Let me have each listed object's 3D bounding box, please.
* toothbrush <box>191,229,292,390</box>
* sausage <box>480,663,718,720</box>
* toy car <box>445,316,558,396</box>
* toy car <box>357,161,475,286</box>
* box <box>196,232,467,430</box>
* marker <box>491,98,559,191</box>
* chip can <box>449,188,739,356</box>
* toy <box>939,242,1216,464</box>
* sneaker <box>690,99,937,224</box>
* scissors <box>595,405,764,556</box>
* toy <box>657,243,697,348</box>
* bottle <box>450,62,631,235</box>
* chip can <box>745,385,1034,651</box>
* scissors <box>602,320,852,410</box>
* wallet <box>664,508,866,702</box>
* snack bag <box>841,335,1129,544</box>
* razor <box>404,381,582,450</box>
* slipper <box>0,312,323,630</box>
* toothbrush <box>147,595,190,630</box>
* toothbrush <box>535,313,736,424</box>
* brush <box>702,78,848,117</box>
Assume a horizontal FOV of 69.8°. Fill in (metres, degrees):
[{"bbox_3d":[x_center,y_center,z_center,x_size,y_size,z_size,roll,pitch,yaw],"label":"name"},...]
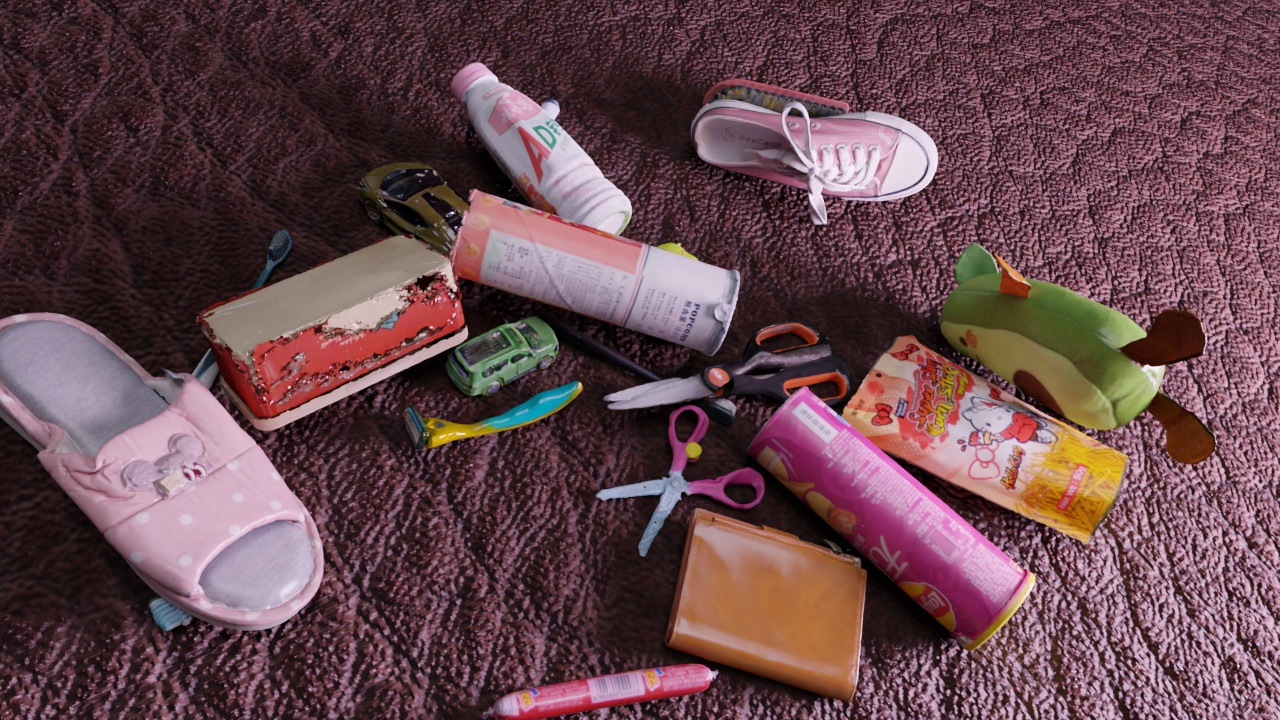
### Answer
[{"bbox_3d":[-0.302,-0.030,0.683,0.016,0.018,0.191,16,52,-4],"label":"toothbrush"},{"bbox_3d":[-0.023,0.210,0.580,0.155,0.020,0.020,-3,55,-17],"label":"sausage"},{"bbox_3d":[-0.105,-0.006,0.709,0.091,0.036,0.043,-27,64,-34],"label":"toy car"},{"bbox_3d":[-0.174,-0.119,0.770,0.158,0.042,0.070,39,54,17],"label":"toy car"},{"bbox_3d":[-0.215,-0.031,0.651,0.168,0.079,0.091,-29,41,-30],"label":"box"},{"bbox_3d":[-0.106,-0.206,0.864,0.022,0.018,0.130,46,47,-28],"label":"marker"},{"bbox_3d":[-0.036,-0.067,0.709,0.214,0.071,0.071,17,52,-7],"label":"chip can"},{"bbox_3d":[0.341,-0.009,0.747,0.090,0.227,0.247,-43,34,-7],"label":"toy"},{"bbox_3d":[0.165,-0.192,0.874,0.241,0.118,0.087,10,35,0],"label":"sneaker"},{"bbox_3d":[0.035,0.094,0.685,0.125,0.017,0.133,28,57,2],"label":"scissors"},{"bbox_3d":[0.029,-0.058,0.784,0.096,0.031,0.099,20,56,-5],"label":"toy"},{"bbox_3d":[-0.092,-0.181,0.805,0.068,0.068,0.197,-33,75,-32],"label":"bottle"},{"bbox_3d":[0.179,0.111,0.675,0.210,0.072,0.071,42,55,17],"label":"chip can"},{"bbox_3d":[0.079,0.025,0.727,0.136,0.022,0.234,45,50,15],"label":"scissors"},{"bbox_3d":[0.091,0.160,0.637,0.130,0.035,0.118,18,52,-3],"label":"wallet"},{"bbox_3d":[0.280,0.061,0.753,0.208,0.073,0.128,30,53,17],"label":"snack bag"},{"bbox_3d":[-0.105,0.039,0.678,0.132,0.028,0.043,-15,28,-21],"label":"razor"},{"bbox_3d":[-0.304,0.057,0.571,0.274,0.055,0.113,41,36,9],"label":"slipper"},{"bbox_3d":[-0.343,0.080,0.586,0.224,0.027,0.027,48,35,19],"label":"toothbrush"},{"bbox_3d":[-0.004,0.004,0.740,0.181,0.016,0.018,26,46,4],"label":"toothbrush"},{"bbox_3d":[0.134,-0.249,0.940,0.146,0.063,0.069,13,22,-4],"label":"brush"}]
